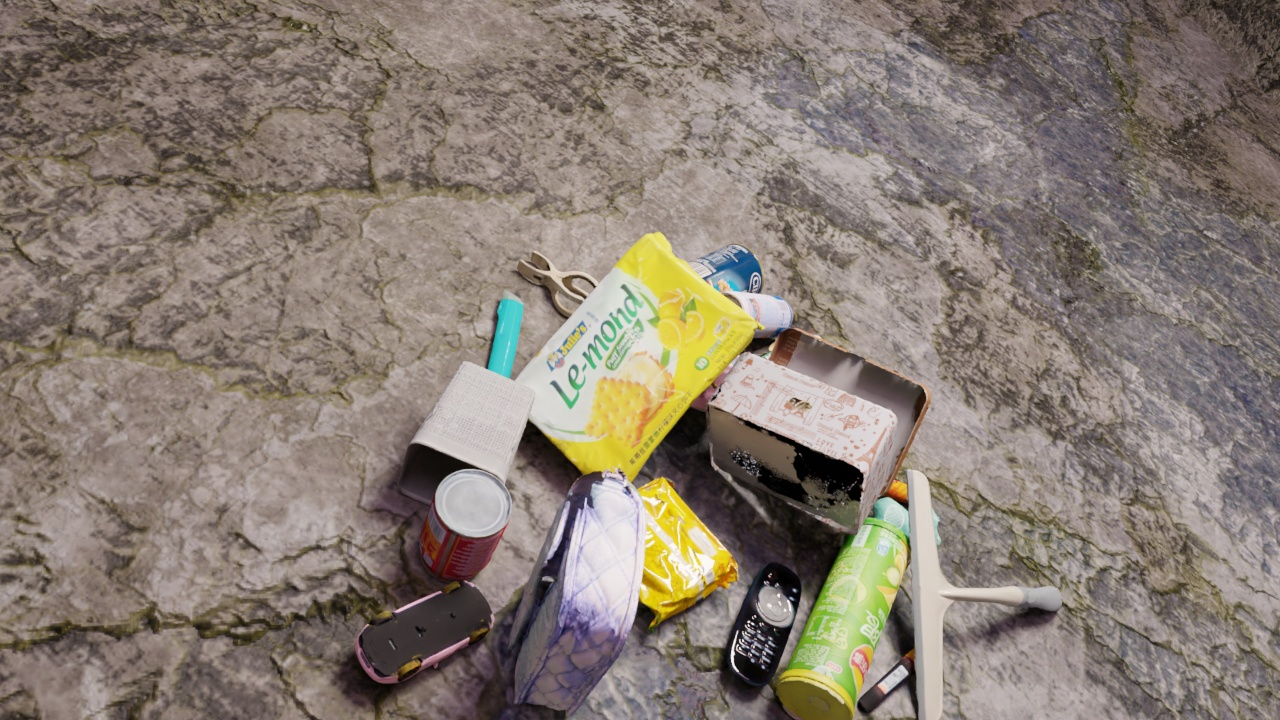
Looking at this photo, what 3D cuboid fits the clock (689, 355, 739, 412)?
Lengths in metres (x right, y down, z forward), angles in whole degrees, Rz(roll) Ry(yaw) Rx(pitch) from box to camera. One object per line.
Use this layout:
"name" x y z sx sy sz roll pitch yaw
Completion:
"clock" 0.042 -0.010 1.014 0.158 0.060 0.117 38 20 24

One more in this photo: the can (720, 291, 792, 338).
"can" 0.130 -0.053 1.088 0.053 0.053 0.134 52 26 21

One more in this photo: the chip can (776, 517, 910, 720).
"chip can" 0.203 0.246 0.889 0.072 0.073 0.220 34 47 6

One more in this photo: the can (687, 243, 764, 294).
"can" 0.088 -0.092 1.121 0.110 0.075 0.075 -26 67 -38

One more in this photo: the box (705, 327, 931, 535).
"box" 0.191 0.057 0.958 0.182 0.153 0.177 24 60 24

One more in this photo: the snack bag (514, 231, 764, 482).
"snack bag" -0.005 0.005 0.923 0.158 0.068 0.246 40 87 17

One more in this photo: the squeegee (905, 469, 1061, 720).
"squeegee" 0.380 0.248 0.961 0.246 0.039 0.246 12 72 -32

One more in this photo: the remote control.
"remote control" 0.117 0.252 0.876 0.053 0.024 0.136 30 45 4

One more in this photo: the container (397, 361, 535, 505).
"container" -0.157 0.073 0.855 0.090 0.090 0.114 24 46 -5

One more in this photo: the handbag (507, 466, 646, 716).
"handbag" -0.055 0.190 0.731 0.075 0.194 0.133 17 47 -8

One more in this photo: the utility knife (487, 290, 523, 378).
"utility knife" -0.150 0.006 0.969 0.029 0.013 0.207 14 51 -11

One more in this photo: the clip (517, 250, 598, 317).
"clip" -0.085 -0.095 1.074 0.083 0.035 0.104 -23 56 -34

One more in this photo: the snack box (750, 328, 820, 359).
"snack box" 0.185 0.023 1.091 0.113 0.053 0.125 -28 73 -39

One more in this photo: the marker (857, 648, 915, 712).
"marker" 0.254 0.308 0.901 0.123 0.015 0.018 -24 64 -35

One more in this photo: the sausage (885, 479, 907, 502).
"sausage" 0.240 0.128 1.041 0.165 0.022 0.021 22 46 -7

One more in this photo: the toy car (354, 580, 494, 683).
"toy car" -0.177 0.225 0.757 0.122 0.037 0.056 -15 63 -48

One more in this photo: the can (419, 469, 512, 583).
"can" -0.153 0.145 0.793 0.066 0.094 0.066 13 47 -15

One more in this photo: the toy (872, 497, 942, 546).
"toy" 0.295 0.176 1.017 0.092 0.030 0.096 16 67 -17

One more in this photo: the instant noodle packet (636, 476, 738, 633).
"instant noodle packet" 0.019 0.183 0.876 0.110 0.044 0.128 -24 61 -30
